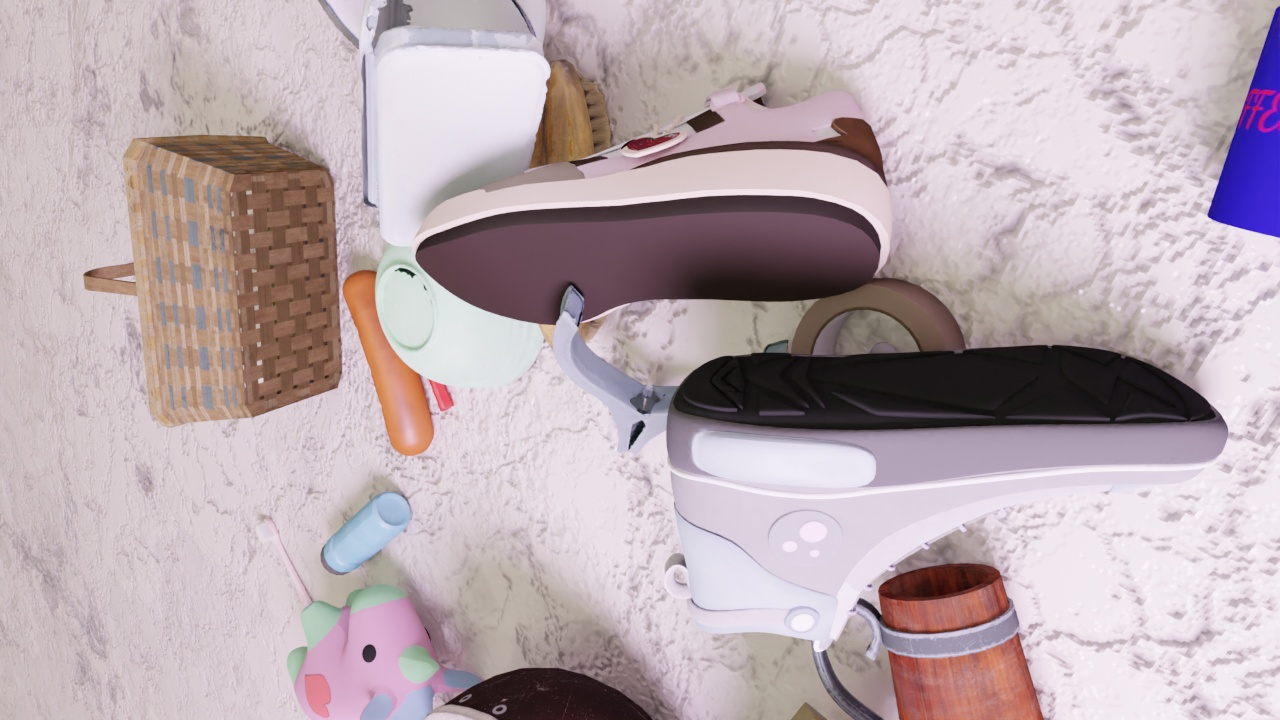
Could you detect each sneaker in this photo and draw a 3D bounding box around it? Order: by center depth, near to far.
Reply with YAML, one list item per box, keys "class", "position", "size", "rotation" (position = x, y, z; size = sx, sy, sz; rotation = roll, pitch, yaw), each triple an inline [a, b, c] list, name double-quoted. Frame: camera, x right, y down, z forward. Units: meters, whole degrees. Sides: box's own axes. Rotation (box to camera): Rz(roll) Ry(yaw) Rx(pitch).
- class: "sneaker"
  position: [0.141, 0.077, 0.456]
  size: [0.257, 0.093, 0.161]
  rotation: [1, 115, 3]
- class: "sneaker"
  position: [-0.002, -0.102, 0.541]
  size: [0.294, 0.112, 0.116]
  rotation: [-4, 59, 28]

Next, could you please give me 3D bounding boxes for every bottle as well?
- class: "bottle"
  position: [-0.262, 0.166, 0.860]
  size: [0.130, 0.040, 0.040]
  rotation: [-39, 77, 37]

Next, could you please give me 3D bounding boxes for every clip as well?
- class: "clip"
  position: [-0.009, 0.000, 0.571]
  size: [0.164, 0.031, 0.169]
  rotation: [33, 139, -25]

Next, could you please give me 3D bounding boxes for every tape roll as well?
- class: "tape roll"
  position: [0.134, 0.001, 0.521]
  size: [0.094, 0.030, 0.094]
  rotation: [10, 107, 35]

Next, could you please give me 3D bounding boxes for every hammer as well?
- class: "hammer"
  position: [0.024, 0.361, 0.486]
  size: [0.101, 0.324, 0.190]
  rotation: [35, 153, 26]

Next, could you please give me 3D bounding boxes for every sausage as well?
- class: "sausage"
  position: [-0.213, 0.002, 0.782]
  size: [0.045, 0.039, 0.164]
  rotation: [-16, 91, 56]

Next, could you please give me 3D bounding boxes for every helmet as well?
- class: "helmet"
  position: [-0.088, 0.342, 0.635]
  size: [0.234, 0.252, 0.234]
  rotation: [44, 143, -6]

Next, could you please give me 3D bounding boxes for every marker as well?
- class: "marker"
  position: [-0.190, -0.024, 0.776]
  size: [0.013, 0.012, 0.142]
  rotation: [-27, 84, 39]

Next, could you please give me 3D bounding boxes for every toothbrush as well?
- class: "toothbrush"
  position: [-0.361, 0.248, 0.973]
  size: [0.016, 0.018, 0.181]
  rotation: [-41, 77, 37]

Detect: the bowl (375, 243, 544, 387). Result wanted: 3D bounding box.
- class: "bowl"
  position: [-0.149, -0.045, 0.698]
  size: [0.151, 0.076, 0.151]
  rotation: [11, 109, 35]

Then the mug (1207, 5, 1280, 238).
- class: "mug"
  position: [0.294, -0.087, 0.354]
  size: [0.111, 0.079, 0.084]
  rotation: [10, 109, 6]

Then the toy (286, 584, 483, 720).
- class: "toy"
  position: [-0.254, 0.298, 0.851]
  size: [0.171, 0.119, 0.223]
  rotation: [48, 125, 30]

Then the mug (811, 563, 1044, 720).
- class: "mug"
  position: [0.159, 0.179, 0.510]
  size: [0.118, 0.081, 0.111]
  rotation: [-13, 90, 21]

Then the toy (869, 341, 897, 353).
- class: "toy"
  position: [0.118, 0.042, 0.502]
  size: [0.049, 0.030, 0.112]
  rotation: [23, 115, 0]

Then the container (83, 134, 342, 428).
- class: "container"
  position: [-0.383, -0.074, 0.826]
  size: [0.186, 0.157, 0.250]
  rotation: [10, 108, 24]

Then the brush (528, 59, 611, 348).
- class: "brush"
  position: [-0.049, -0.103, 0.627]
  size: [0.059, 0.043, 0.195]
  rotation: [8, 105, 37]

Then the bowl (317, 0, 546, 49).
- class: "bowl"
  position: [-0.129, -0.246, 0.595]
  size: [0.154, 0.153, 0.072]
  rotation: [0, 64, 37]

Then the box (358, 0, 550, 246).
- class: "box"
  position: [-0.116, -0.154, 0.565]
  size: [0.211, 0.105, 0.129]
  rotation: [135, 138, -68]
